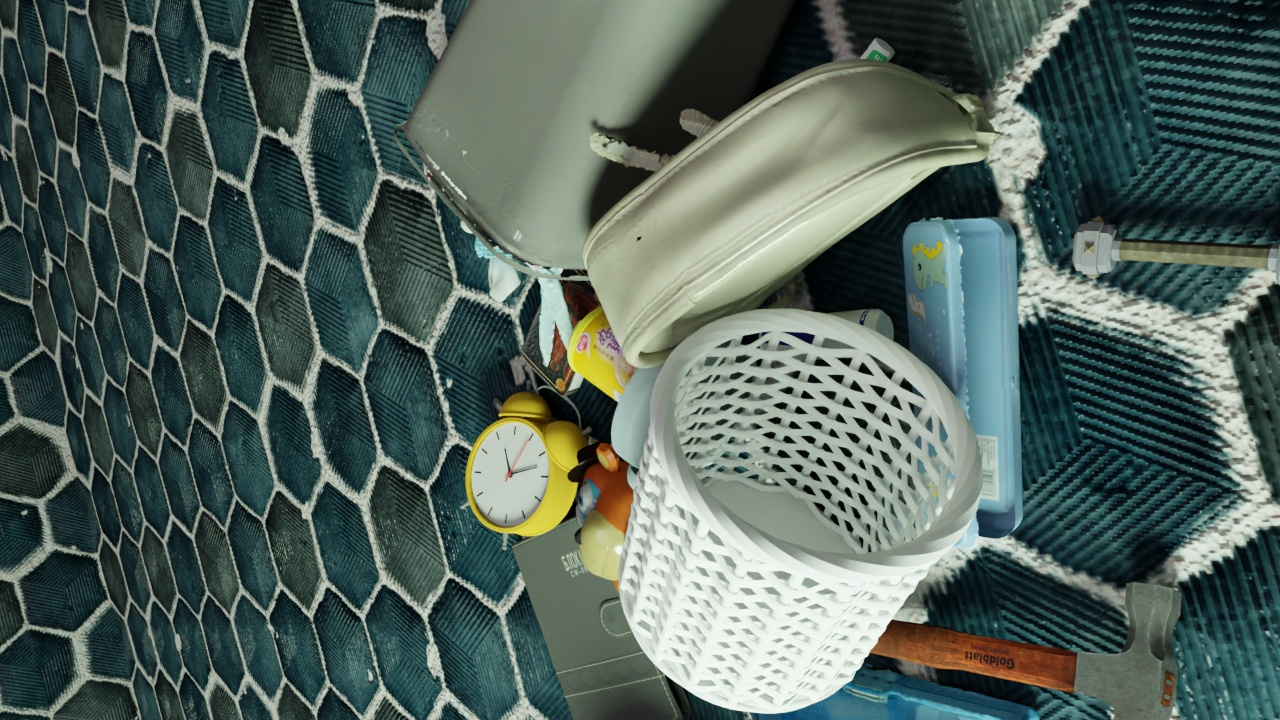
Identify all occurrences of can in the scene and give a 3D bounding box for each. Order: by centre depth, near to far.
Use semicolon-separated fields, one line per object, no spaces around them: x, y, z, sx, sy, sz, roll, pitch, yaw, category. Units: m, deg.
0.131;-0.017;0.650;0.095;0.032;0.032;-4;97;45;can
-0.005;0.004;0.763;0.105;0.067;0.068;34;122;33;can

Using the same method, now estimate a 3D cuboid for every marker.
0.122;-0.157;0.635;0.017;0.017;0.146;54;131;20;marker

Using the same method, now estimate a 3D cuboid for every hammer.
0.364;-0.039;0.422;0.317;0.028;0.147;11;107;42;hammer
0.197;0.194;0.623;0.301;0.028;0.111;-7;64;50;hammer

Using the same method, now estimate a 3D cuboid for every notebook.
-0.044;0.257;0.894;0.170;0.029;0.209;-31;80;44;notebook

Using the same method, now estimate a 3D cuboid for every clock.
0.034;0.044;0.701;0.045;0.122;0.160;34;135;29;clock
-0.109;0.098;0.880;0.113;0.052;0.152;35;100;34;clock

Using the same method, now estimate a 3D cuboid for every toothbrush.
-0.099;0.089;0.916;0.167;0.013;0.013;43;127;31;toothbrush

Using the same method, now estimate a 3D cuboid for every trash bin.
-0.027;-0.203;0.656;0.197;0.197;0.221;48;123;27;trash bin

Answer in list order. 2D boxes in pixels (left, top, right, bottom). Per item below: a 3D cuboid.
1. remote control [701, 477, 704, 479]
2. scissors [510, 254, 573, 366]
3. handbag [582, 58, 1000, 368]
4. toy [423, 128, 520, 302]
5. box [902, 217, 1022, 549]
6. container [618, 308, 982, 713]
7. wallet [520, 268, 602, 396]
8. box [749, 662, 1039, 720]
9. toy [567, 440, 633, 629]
0.041;0.109;0.785;0.047;0.009;0.124;-20;86;45;remote control
-0.064;-0.081;0.797;0.016;0.108;0.179;107;144;-84;scissors
0.078;-0.106;0.577;0.230;0.183;0.132;-38;69;44;handbag
-0.152;-0.154;0.842;0.131;0.105;0.205;0;99;47;toy
0.193;0.015;0.578;0.069;0.063;0.210;4;102;45;box
0.087;0.097;0.581;0.189;0.188;0.187;45;145;27;container
-0.067;-0.033;0.847;0.072;0.019;0.123;43;127;23;wallet
0.150;0.281;0.652;0.232;0.109;0.094;0;101;44;box
-0.007;0.146;0.781;0.112;0.096;0.175;101;158;-55;toy
